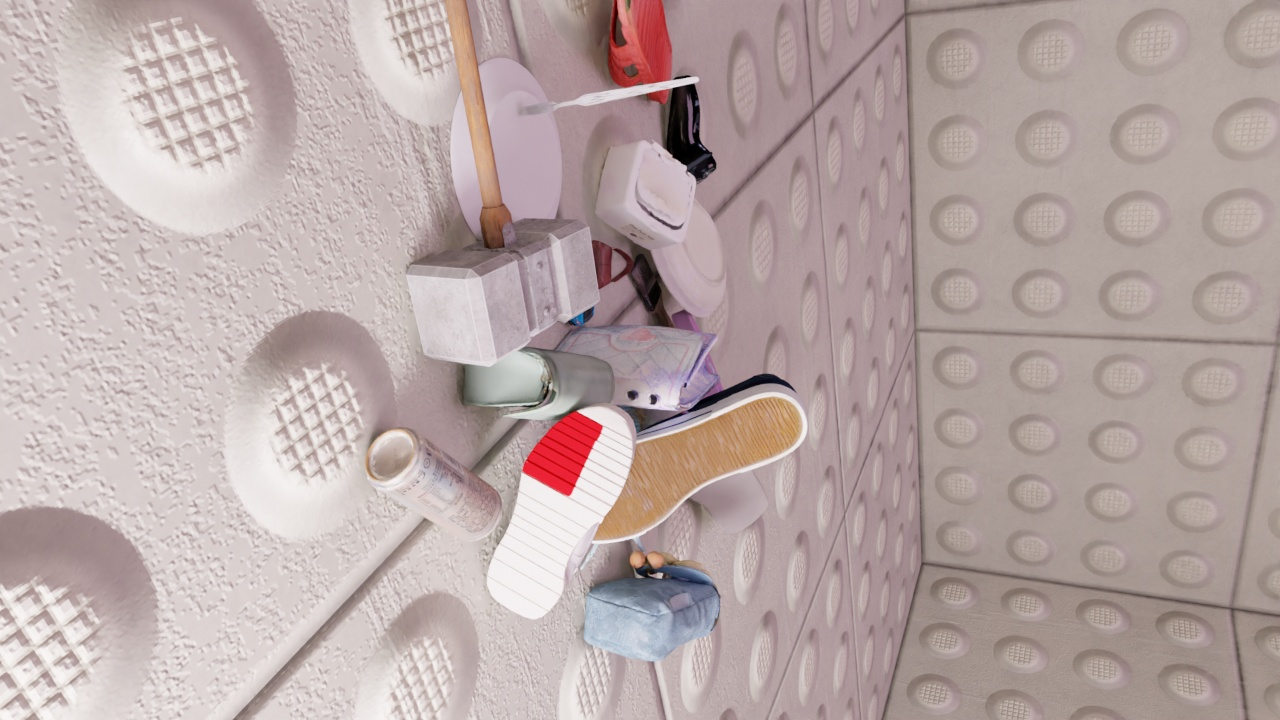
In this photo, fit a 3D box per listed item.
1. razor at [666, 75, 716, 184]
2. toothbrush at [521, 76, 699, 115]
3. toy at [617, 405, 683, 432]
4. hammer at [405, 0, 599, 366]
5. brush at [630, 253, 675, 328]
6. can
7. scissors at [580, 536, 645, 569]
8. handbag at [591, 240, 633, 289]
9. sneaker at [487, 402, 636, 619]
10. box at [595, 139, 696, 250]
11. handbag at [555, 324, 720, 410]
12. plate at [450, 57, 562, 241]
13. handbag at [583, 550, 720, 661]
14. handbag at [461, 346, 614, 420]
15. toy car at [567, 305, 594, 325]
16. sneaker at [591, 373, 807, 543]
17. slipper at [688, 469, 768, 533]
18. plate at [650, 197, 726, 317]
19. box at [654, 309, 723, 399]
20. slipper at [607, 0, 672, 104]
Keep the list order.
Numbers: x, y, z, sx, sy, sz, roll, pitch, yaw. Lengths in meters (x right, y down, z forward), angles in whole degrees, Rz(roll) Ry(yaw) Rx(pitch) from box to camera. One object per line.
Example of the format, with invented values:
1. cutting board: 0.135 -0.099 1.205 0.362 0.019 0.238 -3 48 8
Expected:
1. razor: 0.066 -0.296 1.188 0.052 0.064 0.141 -38 128 -58
2. toothbrush: -0.031 -0.235 0.818 0.010 0.182 0.010 -35 119 -55
3. toy: -0.005 0.062 1.047 0.205 0.106 0.131 -3 93 -66
4. hammer: -0.130 -0.172 0.756 0.162 0.083 0.318 -36 125 -49
5. brush: 0.018 -0.079 1.178 0.151 0.012 0.038 61 40 -48
6. can: -0.170 0.105 0.764 0.135 0.054 0.054 53 47 -54
7. scissors: -0.025 0.177 1.091 0.171 0.021 0.172 -53 141 -30
8. handbag: -0.034 -0.111 1.058 0.119 0.029 0.055 -19 113 -68
9. sneaker: -0.064 0.131 0.883 0.237 0.090 0.104 -66 170 22
10. box: 0.021 -0.193 1.050 0.107 0.091 0.102 28 69 -43
11. handbag: -0.006 0.006 0.974 0.126 0.159 0.069 -38 130 -57
12. plate: -0.117 -0.191 0.878 0.188 0.016 0.188 -15 107 -63
13. handbag: 0.016 0.288 1.109 0.191 0.122 0.118 10 86 -59
14. handbag: -0.096 0.021 0.849 0.121 0.106 0.067 8 89 -64
15. toy car: -0.069 -0.087 0.975 0.048 0.032 0.105 -49 134 -51
16. sneaker: 0.038 0.098 0.987 0.121 0.295 0.127 57 12 -18
17. slipper: 0.109 0.157 1.333 0.113 0.080 0.266 -36 138 0
18. plate: 0.068 -0.147 1.180 0.182 0.034 0.182 36 45 -46
19. box: 0.075 0.035 1.139 0.078 0.065 0.214 37 27 -47
20. slipper: -0.007 -0.362 1.039 0.248 0.059 0.103 37 60 -78
